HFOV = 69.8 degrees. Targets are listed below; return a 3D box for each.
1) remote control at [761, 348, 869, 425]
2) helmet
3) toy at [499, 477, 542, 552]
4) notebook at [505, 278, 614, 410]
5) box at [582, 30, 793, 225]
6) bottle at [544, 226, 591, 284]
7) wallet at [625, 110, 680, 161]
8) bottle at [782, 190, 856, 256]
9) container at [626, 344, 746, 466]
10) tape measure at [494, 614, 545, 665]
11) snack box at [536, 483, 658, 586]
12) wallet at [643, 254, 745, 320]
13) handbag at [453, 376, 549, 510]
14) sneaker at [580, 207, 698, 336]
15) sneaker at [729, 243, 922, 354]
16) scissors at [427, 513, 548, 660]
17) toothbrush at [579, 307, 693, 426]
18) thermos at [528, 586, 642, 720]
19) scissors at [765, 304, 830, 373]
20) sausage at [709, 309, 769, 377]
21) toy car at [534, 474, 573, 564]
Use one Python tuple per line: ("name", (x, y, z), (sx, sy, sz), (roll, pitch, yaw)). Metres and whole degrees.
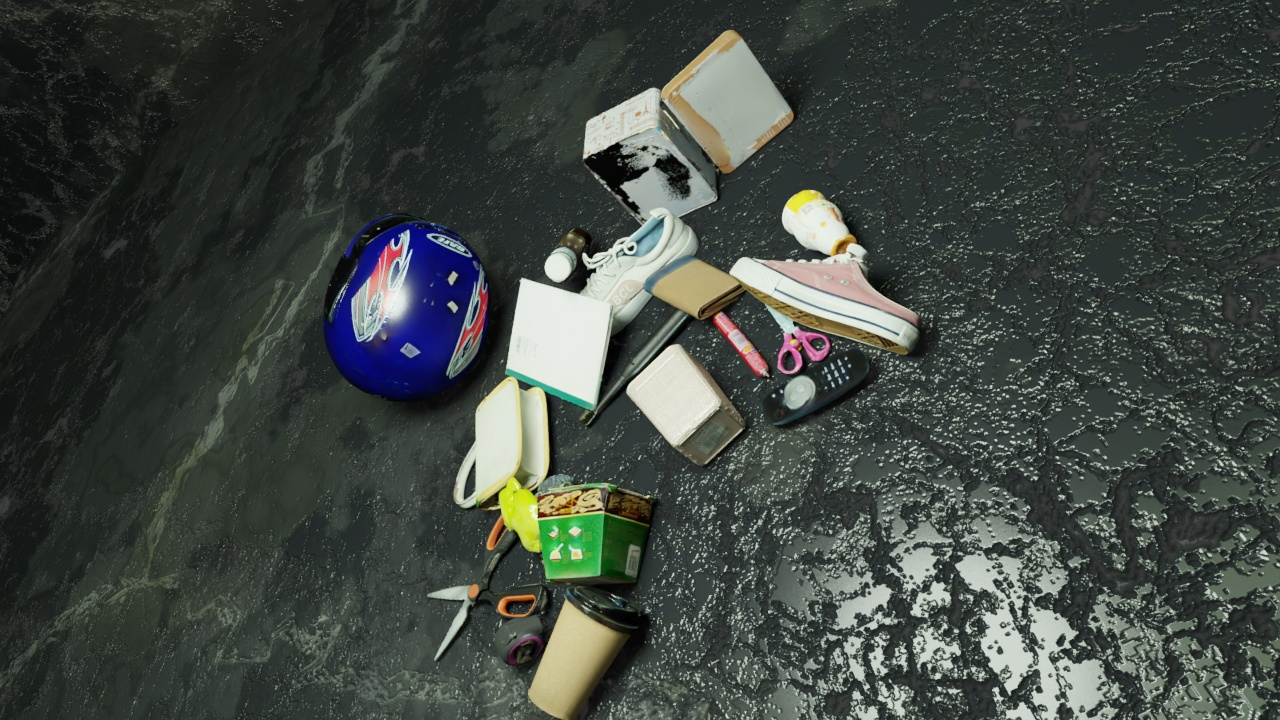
("remote control", (0.203, 0.034, 1.056), (0.137, 0.024, 0.053), (-31, 49, 20))
("helmet", (-0.345, -0.095, 1.403), (0.241, 0.247, 0.314), (-15, 58, 52))
("toy", (-0.150, 0.196, 1.169), (0.100, 0.031, 0.096), (-13, 85, 52))
("notebook", (-0.120, -0.027, 1.311), (0.209, 0.012, 0.150), (19, 102, 44))
("box", (0.070, -0.317, 1.282), (0.260, 0.179, 0.110), (-20, 51, 27))
("bottle", (-0.108, -0.148, 1.325), (0.080, 0.044, 0.194), (-60, 5, 14))
("wallet", (0.015, -0.348, 1.456), (0.087, 0.024, 0.115), (22, 78, 45))
("bottle", (0.225, -0.165, 1.142), (0.063, 0.063, 0.108), (-42, 45, 8))
("container", (0.058, 0.057, 1.109), (0.090, 0.090, 0.111), (-44, 47, 6))
("tape measure", (-0.144, 0.338, 1.101), (0.039, 0.057, 0.058), (50, 137, 43))
("snack box", (-0.053, 0.210, 1.087), (0.118, 0.118, 0.105), (-12, 68, 32))
("wallet", (0.072, -0.099, 1.222), (0.090, 0.033, 0.115), (-31, 39, -25))
("handbag", (-0.201, 0.131, 1.291), (0.179, 0.063, 0.163), (-37, 44, 33))
("sneaker", (-0.033, -0.119, 1.293), (0.242, 0.090, 0.089), (-42, 44, 9))
("sneaker", (0.220, -0.085, 1.063), (0.241, 0.118, 0.087), (24, 84, 33))
("scissors", (-0.196, 0.294, 1.199), (0.221, 0.021, 0.234), (7, 67, 46))
("toothbrush", (-0.007, 0.007, 1.234), (0.212, 0.027, 0.026), (-47, 51, 2))
("thermos", (-0.066, 0.325, 1.033), (0.093, 0.093, 0.143), (25, 87, 45))
("scissors", (0.191, -0.043, 1.125), (0.073, 0.017, 0.137), (-25, 45, 16))
("sausage", (0.123, -0.026, 1.161), (0.020, 0.020, 0.155), (-42, 45, 8))
("toy car", (-0.103, 0.205, 1.172), (0.054, 0.036, 0.120), (-24, 59, 33))
